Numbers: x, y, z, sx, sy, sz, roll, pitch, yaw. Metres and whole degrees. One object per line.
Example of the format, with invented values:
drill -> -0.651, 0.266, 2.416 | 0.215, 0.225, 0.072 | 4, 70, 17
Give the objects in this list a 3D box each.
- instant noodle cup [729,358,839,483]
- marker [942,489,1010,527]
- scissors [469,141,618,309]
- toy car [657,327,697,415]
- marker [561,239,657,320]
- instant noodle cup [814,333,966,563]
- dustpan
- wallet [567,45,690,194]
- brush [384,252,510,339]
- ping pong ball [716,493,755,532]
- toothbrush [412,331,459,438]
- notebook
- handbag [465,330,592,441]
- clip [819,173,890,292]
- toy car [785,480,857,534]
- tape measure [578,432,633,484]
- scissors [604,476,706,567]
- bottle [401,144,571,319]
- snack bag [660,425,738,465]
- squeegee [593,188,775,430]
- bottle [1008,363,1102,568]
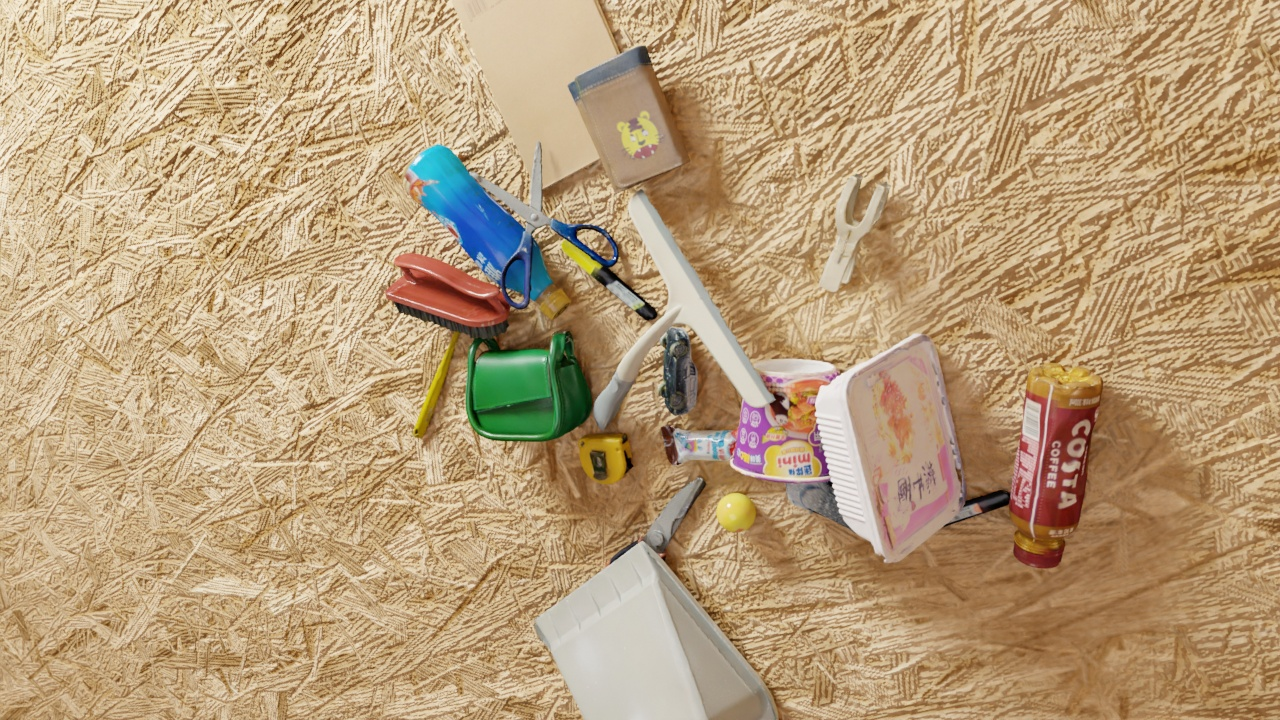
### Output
instant noodle cup -> 0.140, 0.052, 0.853 | 0.112, 0.111, 0.099 | 5, 103, 26
marker -> 0.286, 0.146, 0.860 | 0.124, 0.015, 0.018 | -26, 96, 29
scissors -> -0.102, -0.131, 0.922 | 0.176, 0.012, 0.162 | 25, 89, -6
toy car -> 0.039, 0.011, 0.924 | 0.034, 0.043, 0.091 | -5, 108, -13
marker -> -0.032, -0.083, 0.943 | 0.124, 0.015, 0.018 | 41, 114, 6
instant noodle cup -> 0.216, 0.074, 0.812 | 0.060, 0.137, 0.173 | 1, 110, 51
dustpan -> 0.032, 0.366, 1.060 | 0.223, 0.142, 0.257 | -42, 61, 33
wallet -> -0.012, -0.223, 0.860 | 0.090, 0.033, 0.115 | -17, 104, 31
brush -> -0.205, -0.072, 0.998 | 0.146, 0.063, 0.069 | 20, 139, 23
ping pong ball -> 0.098, 0.157, 0.944 | 0.040, 0.040, 0.040 | 9, 111, 24
toothbrush -> -0.238, 0.019, 1.083 | 0.016, 0.016, 0.190 | 35, 120, 13
notebook -> -0.090, -0.291, 0.901 | 0.150, 0.012, 0.211 | -20, 98, 32
handbag -> -0.123, 0.028, 1.004 | 0.131, 0.067, 0.120 | 0, 99, 29
clip -> 0.184, -0.111, 0.805 | 0.035, 0.075, 0.101 | 25, 117, 17
toy car -> 0.189, 0.135, 0.896 | 0.106, 0.031, 0.049 | 23, 116, 19
tape measure -> -0.039, 0.108, 1.005 | 0.060, 0.028, 0.057 | -2, 107, 28
scissors -> 0.027, 0.215, 1.018 | 0.211, 0.015, 0.177 | -19, 97, 31
bottle -> -0.157, -0.130, 0.959 | 0.218, 0.065, 0.065 | 46, 121, 6
snack bag -> 0.071, 0.087, 0.943 | 0.105, 0.026, 0.045 | -3, 109, 30
squeegee -> -0.005, 0.005, 0.910 | 0.246, 0.039, 0.247 | 60, 141, 21
bottle -> 0.350, 0.092, 0.782 | 0.057, 0.057, 0.175 | 9, 112, 24
